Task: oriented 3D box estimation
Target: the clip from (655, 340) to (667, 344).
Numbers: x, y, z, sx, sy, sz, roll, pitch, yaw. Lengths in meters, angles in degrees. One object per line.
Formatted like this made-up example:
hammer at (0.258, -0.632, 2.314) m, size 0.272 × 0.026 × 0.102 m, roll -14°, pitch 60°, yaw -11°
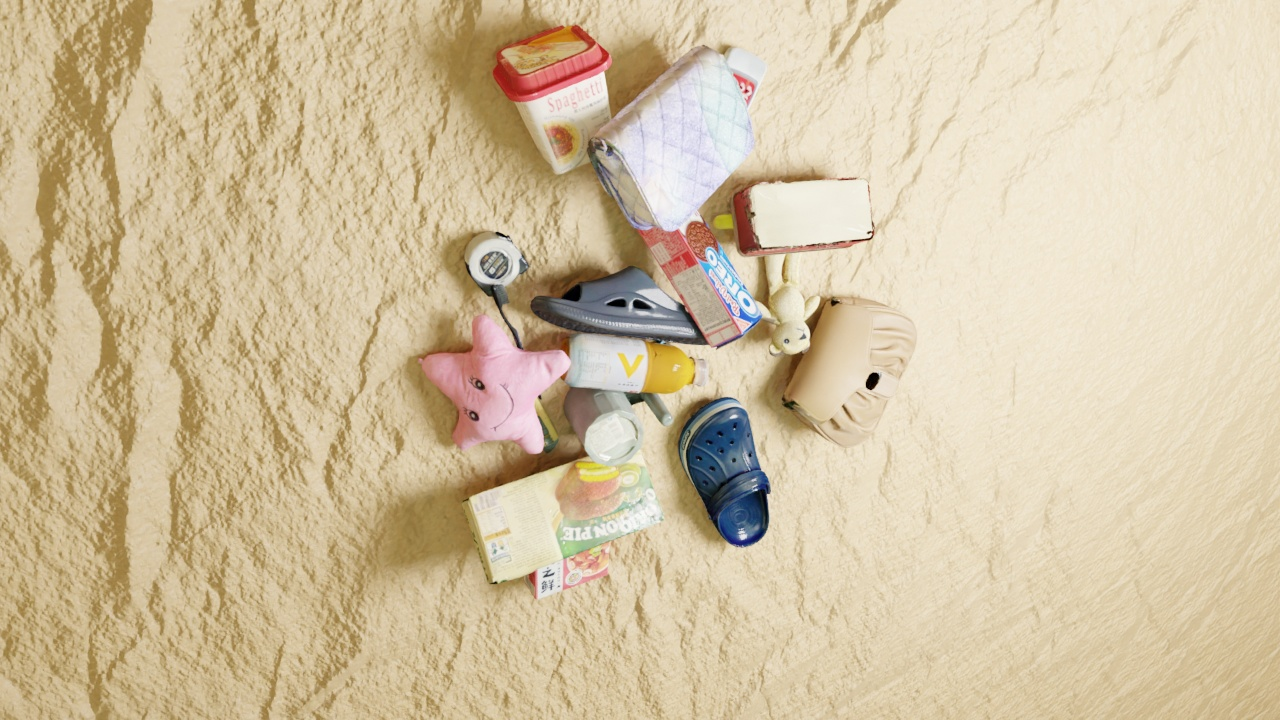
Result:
clip at (0.014, -0.005, 1.210) m, size 0.055 × 0.013 × 0.038 m, roll -43°, pitch 119°, yaw 6°

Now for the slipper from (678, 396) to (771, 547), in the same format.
slipper at (0.127, 0.172, 1.285) m, size 0.105 × 0.095 × 0.253 m, roll -23°, pitch 122°, yaw -11°

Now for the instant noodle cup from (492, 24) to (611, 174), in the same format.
instant noodle cup at (-0.086, -0.282, 1.002) m, size 0.116 × 0.116 × 0.124 m, roll -24°, pitch 131°, yaw -8°

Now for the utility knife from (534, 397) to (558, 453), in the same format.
utility knife at (-0.144, 0.060, 1.187) m, size 0.031 × 0.018 × 0.152 m, roll -27°, pitch 114°, yaw 0°

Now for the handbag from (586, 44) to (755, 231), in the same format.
handbag at (0.036, -0.241, 1.017) m, size 0.193 × 0.076 × 0.134 m, roll -47°, pitch 127°, yaw -26°

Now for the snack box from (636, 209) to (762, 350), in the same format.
snack box at (0.064, -0.117, 1.101) m, size 0.057 × 0.058 × 0.207 m, roll -38°, pitch 99°, yaw -44°

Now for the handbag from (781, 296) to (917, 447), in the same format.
handbag at (0.291, 0.015, 1.262) m, size 0.147 × 0.100 × 0.204 m, roll 20°, pitch 97°, yaw -25°

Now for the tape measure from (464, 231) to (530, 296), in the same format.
tape measure at (-0.174, -0.118, 1.084) m, size 0.066 × 0.033 × 0.066 m, roll -37°, pitch 122°, yaw -1°

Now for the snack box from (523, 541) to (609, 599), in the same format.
snack box at (-0.101, 0.250, 1.250) m, size 0.113 × 0.044 × 0.127 m, roll -14°, pitch 124°, yaw -26°

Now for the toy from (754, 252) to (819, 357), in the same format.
toy at (0.194, -0.084, 1.207) m, size 0.105 × 0.066 × 0.157 m, roll -9°, pitch 100°, yaw -22°

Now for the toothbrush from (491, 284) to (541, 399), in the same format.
toothbrush at (-0.148, -0.020, 1.130) m, size 0.016 × 0.014 × 0.189 m, roll -33°, pitch 133°, yaw -19°

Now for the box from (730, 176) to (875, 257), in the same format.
box at (0.205, -0.182, 1.142) m, size 0.168 × 0.079 × 0.091 m, roll -7°, pitch 90°, yaw -17°

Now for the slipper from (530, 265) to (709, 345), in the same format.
slipper at (-0.009, -0.070, 1.135) m, size 0.267 × 0.111 × 0.083 m, roll 8°, pitch 85°, yaw -26°

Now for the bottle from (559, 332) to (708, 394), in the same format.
bottle at (-0.007, 0.007, 1.163) m, size 0.189 × 0.068 × 0.068 m, roll 6°, pitch 111°, yaw -18°

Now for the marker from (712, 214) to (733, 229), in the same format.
marker at (0.151, -0.180, 1.177) m, size 0.124 × 0.015 × 0.018 m, roll -6°, pitch 77°, yaw -18°

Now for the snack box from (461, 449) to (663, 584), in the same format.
snack box at (-0.099, 0.194, 1.182) m, size 0.239 × 0.063 × 0.114 m, roll -17°, pitch 83°, yaw -23°

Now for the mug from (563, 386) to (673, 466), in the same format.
mug at (-0.028, 0.071, 1.179) m, size 0.124 × 0.103 × 0.084 m, roll -17°, pitch 117°, yaw -10°

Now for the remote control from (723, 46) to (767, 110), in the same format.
remote control at (0.102, -0.304, 1.101) m, size 0.056 × 0.020 × 0.136 m, roll 19°, pitch 106°, yaw -24°

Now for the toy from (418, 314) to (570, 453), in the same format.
toy at (-0.189, 0.038, 1.124) m, size 0.178 × 0.074 × 0.195 m, roll 21°, pitch 120°, yaw -2°
